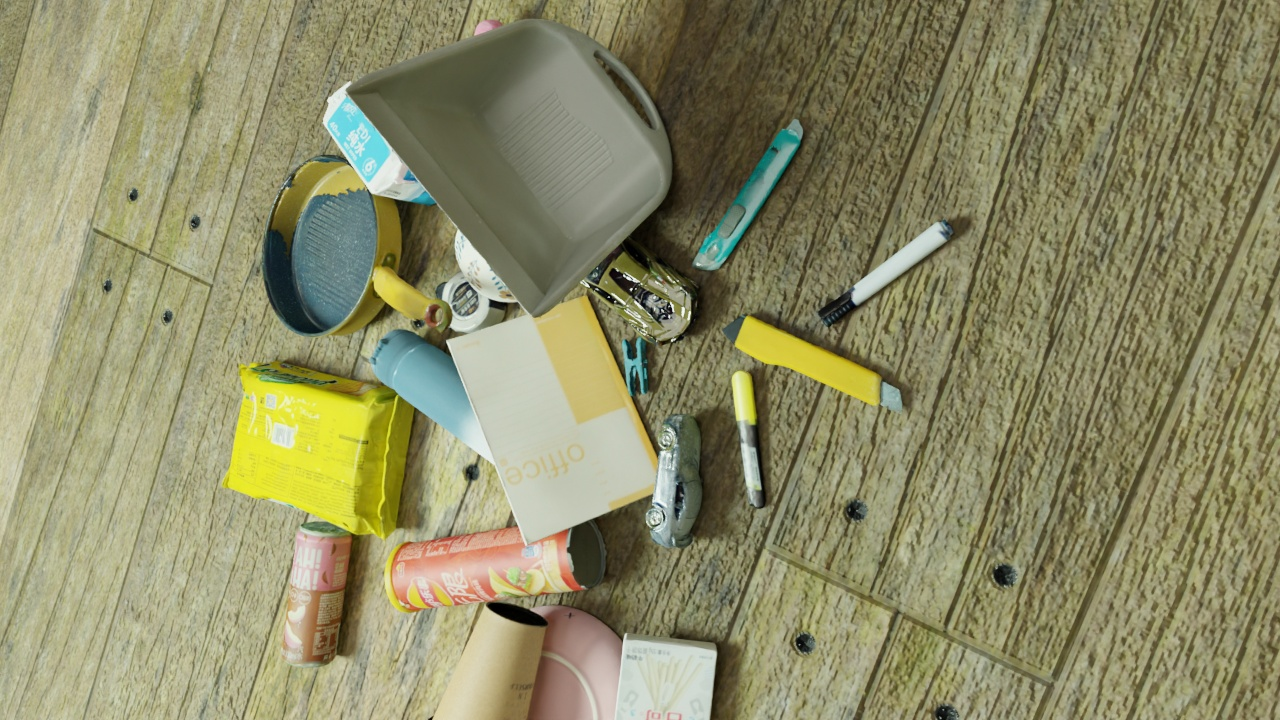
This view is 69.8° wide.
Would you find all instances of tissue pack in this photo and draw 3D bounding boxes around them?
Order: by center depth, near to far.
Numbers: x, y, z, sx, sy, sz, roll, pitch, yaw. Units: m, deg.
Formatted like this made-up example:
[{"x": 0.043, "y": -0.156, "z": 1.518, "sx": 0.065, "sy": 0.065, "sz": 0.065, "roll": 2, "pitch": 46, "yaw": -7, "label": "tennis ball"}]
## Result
[{"x": -0.258, "y": -0.224, "z": 0.957, "sx": 0.063, "sy": 0.089, "sz": 0.140, "roll": -45, "pitch": 70, "yaw": 22, "label": "tissue pack"}]

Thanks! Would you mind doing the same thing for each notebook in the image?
[{"x": -0.078, "y": 0.051, "z": 0.858, "sx": 0.145, "sy": 0.010, "sz": 0.206, "roll": -20, "pitch": 76, "yaw": -15, "label": "notebook"}]

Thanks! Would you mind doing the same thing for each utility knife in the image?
[{"x": 0.149, "y": 0.003, "z": 0.796, "sx": 0.173, "sy": 0.015, "sz": 0.033, "roll": 27, "pitch": 104, "yaw": 23, "label": "utility knife"}, {"x": 0.098, "y": -0.146, "z": 0.828, "sx": 0.029, "sy": 0.013, "sz": 0.160, "roll": 38, "pitch": 103, "yaw": 20, "label": "utility knife"}]

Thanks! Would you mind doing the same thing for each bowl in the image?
[{"x": -0.131, "y": -0.119, "z": 0.890, "sx": 0.113, "sy": 0.062, "sz": 0.113, "roll": -3, "pitch": 75, "yaw": 10, "label": "bowl"}]

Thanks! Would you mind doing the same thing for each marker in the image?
[{"x": 0.205, "y": -0.072, "z": 0.771, "sx": 0.131, "sy": 0.022, "sz": 0.018, "roll": -39, "pitch": 67, "yaw": 20, "label": "marker"}, {"x": 0.098, "y": 0.071, "z": 0.819, "sx": 0.018, "sy": 0.015, "sz": 0.124, "roll": -8, "pitch": 87, "yaw": 25, "label": "marker"}]

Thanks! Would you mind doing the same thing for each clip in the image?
[{"x": -0.004, "y": 0.005, "z": 0.869, "sx": 0.046, "sy": 0.014, "sz": 0.057, "roll": -6, "pitch": 86, "yaw": 23, "label": "clip"}]

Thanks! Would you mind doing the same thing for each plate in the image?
[{"x": -0.085, "y": 0.334, "z": 0.876, "sx": 0.193, "sy": 0.039, "sz": 0.192, "roll": -1, "pitch": 87, "yaw": 25, "label": "plate"}]

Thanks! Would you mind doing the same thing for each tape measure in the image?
[{"x": -0.171, "y": -0.060, "z": 0.940, "sx": 0.066, "sy": 0.033, "sz": 0.066, "roll": -26, "pitch": 74, "yaw": 22, "label": "tape measure"}]

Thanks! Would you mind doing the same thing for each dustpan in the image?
[{"x": -0.075, "y": -0.190, "z": 0.776, "sx": 0.143, "sy": 0.257, "sz": 0.222, "roll": -37, "pitch": 97, "yaw": 18, "label": "dustpan"}]

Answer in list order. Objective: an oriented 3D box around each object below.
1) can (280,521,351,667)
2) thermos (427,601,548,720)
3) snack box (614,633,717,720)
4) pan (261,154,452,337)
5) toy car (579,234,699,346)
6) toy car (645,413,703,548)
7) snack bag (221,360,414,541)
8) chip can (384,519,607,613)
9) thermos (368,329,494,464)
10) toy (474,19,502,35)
[{"x": -0.351, "y": 0.252, "z": 0.995, "sx": 0.058, "sy": 0.057, "sz": 0.147, "roll": 8, "pitch": 91, "yaw": 25, "label": "can"}, {"x": -0.135, "y": 0.299, "z": 0.835, "sx": 0.093, "sy": 0.093, "sz": 0.143, "roll": 18, "pitch": 87, "yaw": 25, "label": "thermos"}, {"x": 0.018, "y": 0.327, "z": 0.819, "sx": 0.085, "sy": 0.027, "sz": 0.156, "roll": 6, "pitch": 89, "yaw": 2, "label": "snack box"}, {"x": -0.288, "y": -0.095, "z": 0.942, "sx": 0.358, "sy": 0.078, "sz": 0.198, "roll": 25, "pitch": 102, "yaw": 33, "label": "pan"}, {"x": -0.011, "y": -0.075, "z": 0.862, "sx": 0.158, "sy": 0.042, "sz": 0.070, "roll": 40, "pitch": 103, "yaw": 24, "label": "toy car"}, {"x": 0.035, "y": 0.108, "z": 0.823, "sx": 0.037, "sy": 0.054, "sz": 0.120, "roll": 4, "pitch": 88, "yaw": 28, "label": "toy car"}, {"x": -0.358, "y": 0.091, "z": 1.002, "sx": 0.247, "sy": 0.068, "sz": 0.158, "roll": 10, "pitch": 92, "yaw": 26, "label": "snack bag"}, {"x": -0.143, "y": 0.198, "z": 0.893, "sx": 0.217, "sy": 0.073, "sz": 0.073, "roll": -14, "pitch": 81, "yaw": 23, "label": "chip can"}, {"x": -0.179, "y": 0.041, "z": 0.919, "sx": 0.220, "sy": 0.070, "sz": 0.070, "roll": 32, "pitch": 101, "yaw": 22, "label": "thermos"}, {"x": -0.138, "y": -0.231, "z": 0.898, "sx": 0.178, "sy": 0.075, "sz": 0.194, "roll": 34, "pitch": 79, "yaw": 12, "label": "toy"}]
